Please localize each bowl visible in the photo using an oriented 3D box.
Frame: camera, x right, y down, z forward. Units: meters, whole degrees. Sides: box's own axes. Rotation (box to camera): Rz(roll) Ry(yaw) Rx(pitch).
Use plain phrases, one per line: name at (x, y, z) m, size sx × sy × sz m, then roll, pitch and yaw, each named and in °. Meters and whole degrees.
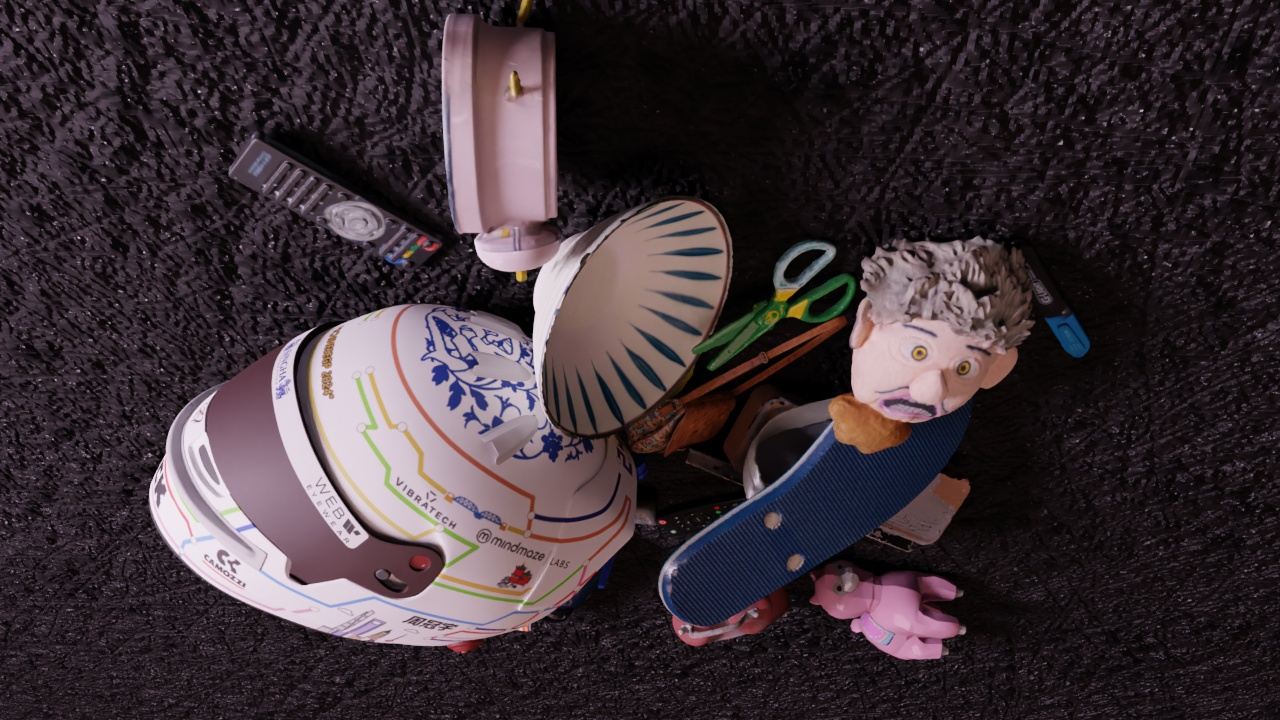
bowl at (-0.022, -0.040, 0.617) m, size 0.071 × 0.177 × 0.177 m, roll 34°, pitch 152°, yaw 32°

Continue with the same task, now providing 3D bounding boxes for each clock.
clock at (-0.076, -0.117, 0.523) m, size 0.059 × 0.116 × 0.158 m, roll -1°, pitch 138°, yaw -4°
clock at (0.083, 0.230, 0.896) m, size 0.110 × 0.156 × 0.062 m, roll -17°, pitch 91°, yaw 16°

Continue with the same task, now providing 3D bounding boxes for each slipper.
slipper at (0.135, 0.096, 0.714) m, size 0.295 × 0.060 × 0.118 m, roll -37°, pitch 117°, yaw -3°

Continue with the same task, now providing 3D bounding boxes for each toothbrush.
toothbrush at (-0.014, 0.125, 0.756) m, size 0.016 × 0.186 × 0.011 m, roll -4°, pitch 113°, yaw 12°

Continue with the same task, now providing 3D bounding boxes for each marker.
marker at (0.285, -0.041, 0.639) m, size 0.018 × 0.015 × 0.123 m, roll -21°, pitch 131°, yaw 34°

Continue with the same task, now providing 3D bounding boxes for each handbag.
handbag at (0.078, 0.022, 0.697) m, size 0.196 × 0.043 × 0.093 m, roll -32°, pitch 166°, yaw 30°

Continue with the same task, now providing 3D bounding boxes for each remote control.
remote control at (0.075, 0.146, 0.892) m, size 0.125 × 0.010 × 0.039 m, roll -19°, pitch 133°, yaw 28°
remote control at (-0.204, -0.106, 0.627) m, size 0.140 × 0.021 × 0.046 m, roll 30°, pitch 136°, yaw -32°

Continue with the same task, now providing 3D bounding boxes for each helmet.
helmet at (-0.157, 0.072, 0.668) m, size 0.314 × 0.230 × 0.236 m, roll 29°, pitch 116°, yaw -29°

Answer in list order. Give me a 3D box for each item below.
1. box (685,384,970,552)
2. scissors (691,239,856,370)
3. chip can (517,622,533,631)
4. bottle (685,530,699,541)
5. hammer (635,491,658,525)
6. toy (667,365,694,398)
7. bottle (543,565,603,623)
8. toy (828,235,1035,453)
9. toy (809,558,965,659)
box at (0.161, 0.097, 0.803) m, size 0.217 × 0.094 × 0.121 m, roll 23°, pitch 109°, yaw -19°
scissors at (0.086, -0.039, 0.640) m, size 0.132 × 0.013 × 0.078 m, roll -26°, pitch 129°, yaw 6°
chip can at (-0.222, 0.259, 1.026) m, size 0.210 × 0.062 × 0.062 m, roll 7°, pitch 140°, yaw 0°
bottle at (0.104, 0.172, 0.902) m, size 0.123 × 0.033 × 0.033 m, roll -19°, pitch 134°, yaw 27°
hammer at (-0.147, 0.136, 0.894) m, size 0.326 × 0.036 × 0.141 m, roll 1°, pitch 141°, yaw 7°
toy at (-0.004, 0.004, 0.713) m, size 0.096 × 0.041 × 0.094 m, roll -31°, pitch 134°, yaw 34°
bottle at (-0.075, 0.232, 0.979) m, size 0.056 × 0.056 × 0.161 m, roll 15°, pitch 139°, yaw -10°
toy at (0.188, -0.005, 0.618) m, size 0.132 × 0.076 × 0.176 m, roll 21°, pitch 115°, yaw -9°
toy at (0.253, 0.258, 0.958) m, size 0.157 × 0.067 × 0.123 m, roll 9°, pitch 141°, yaw 3°
